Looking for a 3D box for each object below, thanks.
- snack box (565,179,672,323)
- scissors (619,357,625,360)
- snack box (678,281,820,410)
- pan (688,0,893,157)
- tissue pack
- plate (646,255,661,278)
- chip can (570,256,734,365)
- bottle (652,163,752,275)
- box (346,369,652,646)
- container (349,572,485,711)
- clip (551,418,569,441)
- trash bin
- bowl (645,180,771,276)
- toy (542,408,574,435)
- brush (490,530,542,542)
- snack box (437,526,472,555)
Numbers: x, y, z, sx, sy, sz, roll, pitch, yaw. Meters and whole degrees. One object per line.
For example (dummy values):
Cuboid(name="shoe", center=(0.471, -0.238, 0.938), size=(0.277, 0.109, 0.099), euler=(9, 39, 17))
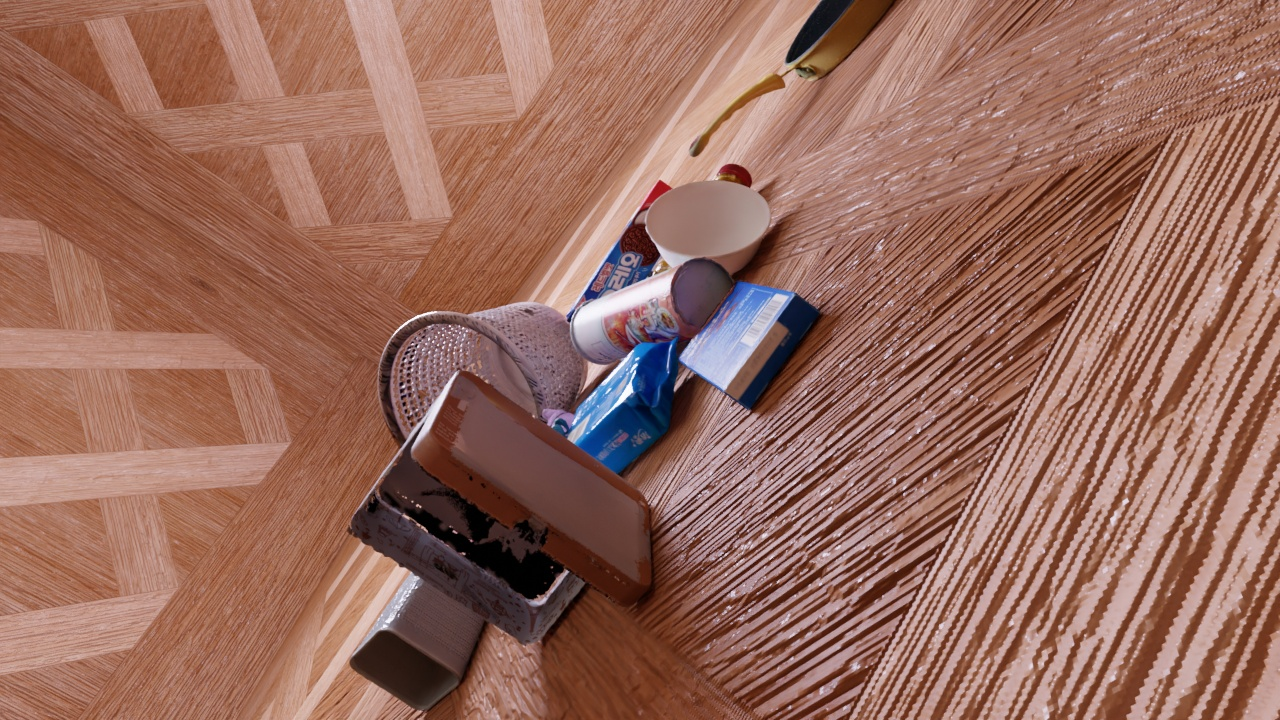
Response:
Cuboid(name="snack box", center=(-0.013, -0.123, 1.138), size=(0.207, 0.058, 0.057), euler=(-58, 9, -13))
Cuboid(name="scissors", center=(0.002, -0.005, 0.992), size=(0.171, 0.014, 0.159), euler=(-51, 11, 22))
Cuboid(name="snack box", center=(0.078, -0.017, 0.701), size=(0.084, 0.026, 0.157), euler=(-54, 12, 1))
Cuboid(name="pan", center=(0.191, -0.371, 1.100), size=(0.357, 0.078, 0.197), euler=(-54, 12, 2))
Cuboid(name="tissue pack", center=(-0.016, 0.051, 0.810), size=(0.158, 0.052, 0.094), euler=(-46, 17, 35))
Cuboid(name="plate", center=(0.032, -0.124, 1.165), size=(0.180, 0.024, 0.179), euler=(-50, 13, 17))
Cuboid(name="chip can", center=(0.007, -0.044, 0.884), size=(0.071, 0.071, 0.215), euler=(-59, 20, -21))
Cuboid(name="bottle", center=(0.071, -0.139, 0.977), size=(0.058, 0.057, 0.174), euler=(-35, 23, 56))
Cuboid(name="box", center=(-0.101, 0.122, 0.659), size=(0.157, 0.183, 0.192), euler=(-53, 10, 10))
Cuboid(name="container", center=(-0.205, 0.257, 0.891), size=(0.090, 0.090, 0.114), euler=(-45, 12, 35))
Cuboid(name="clip", center=(-0.072, 0.075, 0.860), size=(0.057, 0.015, 0.049), euler=(76, -161, -47))
Cuboid(name="trash bin", center=(-0.168, 0.025, 1.111), size=(0.228, 0.227, 0.191), euler=(-47, -4, 31))
Cuboid(name="bowl", center=(0.066, -0.113, 0.880), size=(0.065, 0.118, 0.118), euler=(81, -155, -45))
Cuboid(name="toy", center=(-0.069, 0.090, 0.909), size=(0.084, 0.039, 0.107), euler=(-2, 42, 15))
Cuboid(name="brush", center=(-0.112, 0.137, 0.937), size=(0.145, 0.063, 0.069), euler=(-66, -12, -46))
Cuboid(name="snack box", center=(-0.174, 0.179, 0.994), size=(0.127, 0.044, 0.113), euler=(-35, 30, 35))
